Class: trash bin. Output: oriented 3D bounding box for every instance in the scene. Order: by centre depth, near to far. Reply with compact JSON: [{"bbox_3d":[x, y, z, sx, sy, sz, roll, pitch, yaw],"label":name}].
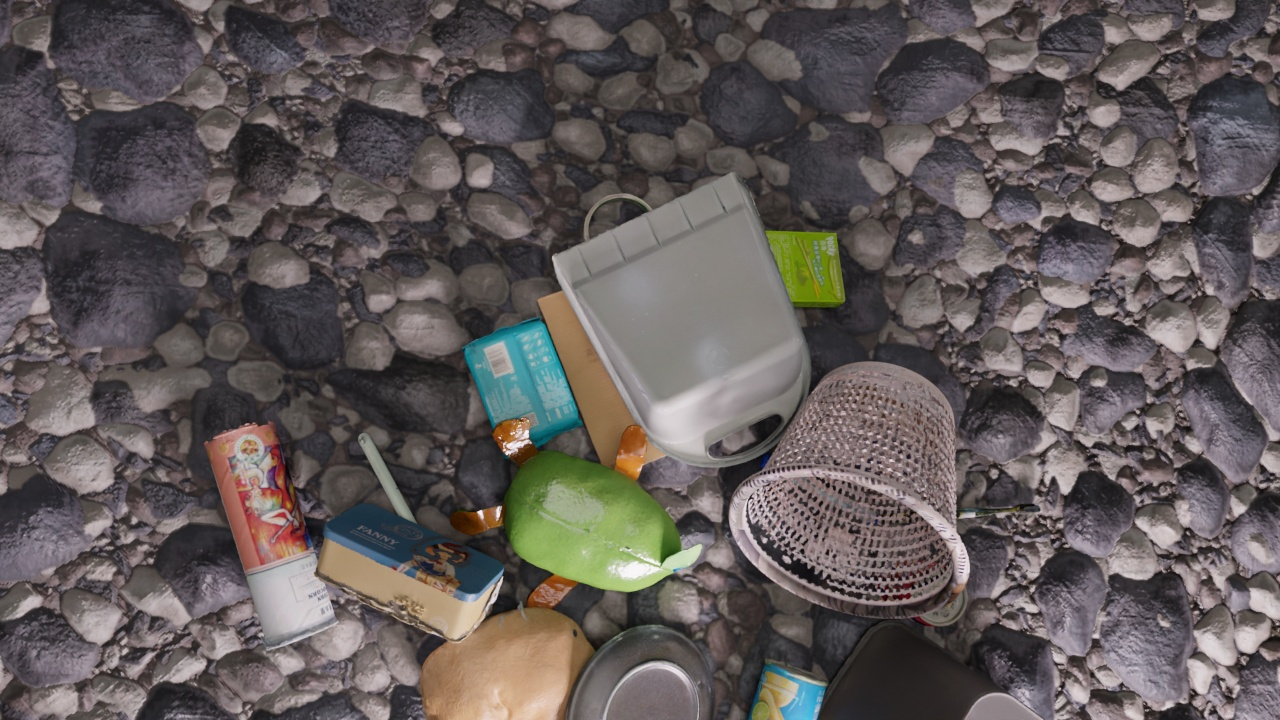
[{"bbox_3d":[0.305,0.396,0.902,0.199,0.220,0.198,37,80,-4],"label":"trash bin"},{"bbox_3d":[0.225,0.115,0.923,0.227,0.228,0.191,32,51,-3],"label":"trash bin"}]

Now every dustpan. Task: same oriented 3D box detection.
[{"bbox_3d":[0.064,-0.023,0.982,0.222,0.143,0.257,-25,70,-3],"label":"dustpan"}]

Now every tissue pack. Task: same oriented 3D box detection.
[{"bbox_3d":[-0.124,0.028,0.972,0.093,0.050,0.133,-21,87,-12],"label":"tissue pack"}]

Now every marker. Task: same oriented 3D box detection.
[{"bbox_3d":[0.199,0.144,1.019,0.146,0.017,0.017,29,80,-3],"label":"marker"}]

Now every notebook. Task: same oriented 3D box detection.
[{"bbox_3d":[-0.006,0.006,1.005,0.149,0.012,0.211,-21,90,-8],"label":"notebook"}]

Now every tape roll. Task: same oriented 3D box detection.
[{"bbox_3d":[-0.021,-0.143,1.024,0.085,0.014,0.085,1,84,-7],"label":"tape roll"}]

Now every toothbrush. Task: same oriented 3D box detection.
[{"bbox_3d":[-0.245,0.158,0.958,0.029,0.020,0.189,-32,86,22],"label":"toothbrush"},{"bbox_3d":[0.363,0.173,1.036,0.185,0.017,0.012,-2,86,-8],"label":"toothbrush"}]

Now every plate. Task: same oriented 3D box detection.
[{"bbox_3d":[0.007,0.361,0.932,0.179,0.024,0.179,2,86,-29],"label":"plate"}]

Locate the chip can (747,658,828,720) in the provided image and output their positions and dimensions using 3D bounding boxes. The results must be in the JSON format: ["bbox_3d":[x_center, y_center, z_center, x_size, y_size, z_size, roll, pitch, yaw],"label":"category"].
[{"bbox_3d":[0.131,0.423,0.949,0.071,0.071,0.210,20,81,-5],"label":"chip can"}]

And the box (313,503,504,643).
[{"bbox_3d":[-0.232,0.204,0.901,0.184,0.089,0.061,23,103,7],"label":"box"}]

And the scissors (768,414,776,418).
[{"bbox_3d":[0.106,-0.012,1.004,0.146,0.014,0.172,-14,103,2],"label":"scissors"}]

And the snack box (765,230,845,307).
[{"bbox_3d":[0.148,-0.102,1.023,0.156,0.026,0.085,-1,75,-13],"label":"snack box"}]

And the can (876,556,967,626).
[{"bbox_3d":[0.300,0.246,0.981,0.066,0.094,0.066,1,83,-8],"label":"can"}]

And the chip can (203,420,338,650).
[{"bbox_3d":[-0.369,0.171,0.913,0.071,0.071,0.214,-19,86,-9],"label":"chip can"}]

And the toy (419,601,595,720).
[{"bbox_3d":[-0.109,0.316,0.931,0.225,0.082,0.143,-14,101,-12],"label":"toy"}]

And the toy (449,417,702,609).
[{"bbox_3d":[-0.063,0.163,0.945,0.246,0.090,0.227,28,99,-10],"label":"toy"}]
